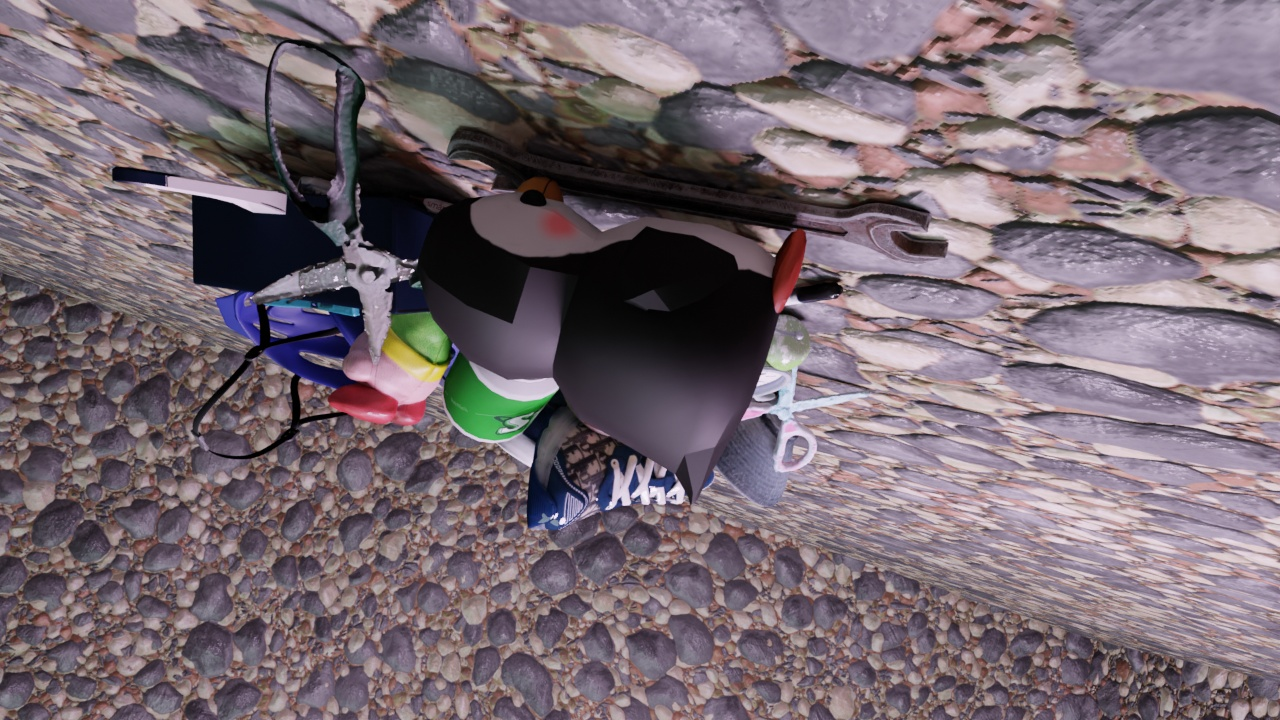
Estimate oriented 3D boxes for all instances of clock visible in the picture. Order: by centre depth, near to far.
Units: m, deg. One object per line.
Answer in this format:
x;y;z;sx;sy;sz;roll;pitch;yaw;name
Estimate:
0.067;-0.003;0.652;0.094;0.042;0.119;-4;163;-7;clock

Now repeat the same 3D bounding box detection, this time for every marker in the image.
0.081;-0.039;0.601;0.011;0.011;0.152;23;168;-25;marker

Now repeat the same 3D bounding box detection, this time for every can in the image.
-0.116;0.011;0.784;0.087;0.087;0.140;21;151;-14;can

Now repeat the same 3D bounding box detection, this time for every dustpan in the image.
-0.217;-0.084;0.632;0.237;0.080;0.272;9;-169;36;dustpan

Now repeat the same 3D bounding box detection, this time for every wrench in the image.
0.020;-0.085;0.479;0.274;0.010;0.070;14;168;21;wrench

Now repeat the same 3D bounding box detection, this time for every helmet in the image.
-0.298;0.003;0.857;0.241;0.227;0.148;15;142;8;helmet

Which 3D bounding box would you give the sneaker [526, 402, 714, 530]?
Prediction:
-0.001;0.094;0.841;0.132;0.103;0.268;14;-163;21;sneaker

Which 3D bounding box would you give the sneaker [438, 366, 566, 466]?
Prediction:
-0.143;-0.003;0.965;0.295;0.127;0.120;35;179;45;sneaker

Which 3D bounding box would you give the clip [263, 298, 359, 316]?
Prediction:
-0.267;-0.058;0.784;0.116;0.026;0.097;5;-173;16;clip

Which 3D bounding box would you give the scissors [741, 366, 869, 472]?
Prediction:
0.111;0.052;0.785;0.170;0.013;0.177;-13;141;8;scissors

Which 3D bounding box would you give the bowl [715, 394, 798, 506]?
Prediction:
0.114;0.067;0.884;0.057;0.137;0.137;-37;136;26;bowl

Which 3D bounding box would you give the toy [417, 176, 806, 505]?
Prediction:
-0.029;-0.018;0.476;0.184;0.140;0.159;19;164;0;toy

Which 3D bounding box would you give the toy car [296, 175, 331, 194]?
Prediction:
-0.235;-0.118;0.672;0.038;0.027;0.090;16;173;-27;toy car

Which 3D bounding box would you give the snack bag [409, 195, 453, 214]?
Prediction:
-0.080;-0.082;0.638;0.158;0.013;0.057;17;167;5;snack bag

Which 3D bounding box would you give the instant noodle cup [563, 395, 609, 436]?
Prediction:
-0.004;0.004;0.754;0.100;0.100;0.113;21;161;-13;instant noodle cup

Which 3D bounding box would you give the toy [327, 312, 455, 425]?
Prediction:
-0.188;-0.006;0.786;0.097;0.131;0.124;19;179;29;toy

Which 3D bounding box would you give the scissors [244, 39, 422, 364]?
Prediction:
-0.127;-0.083;0.496;0.201;0.015;0.206;-15;134;-8;scissors
